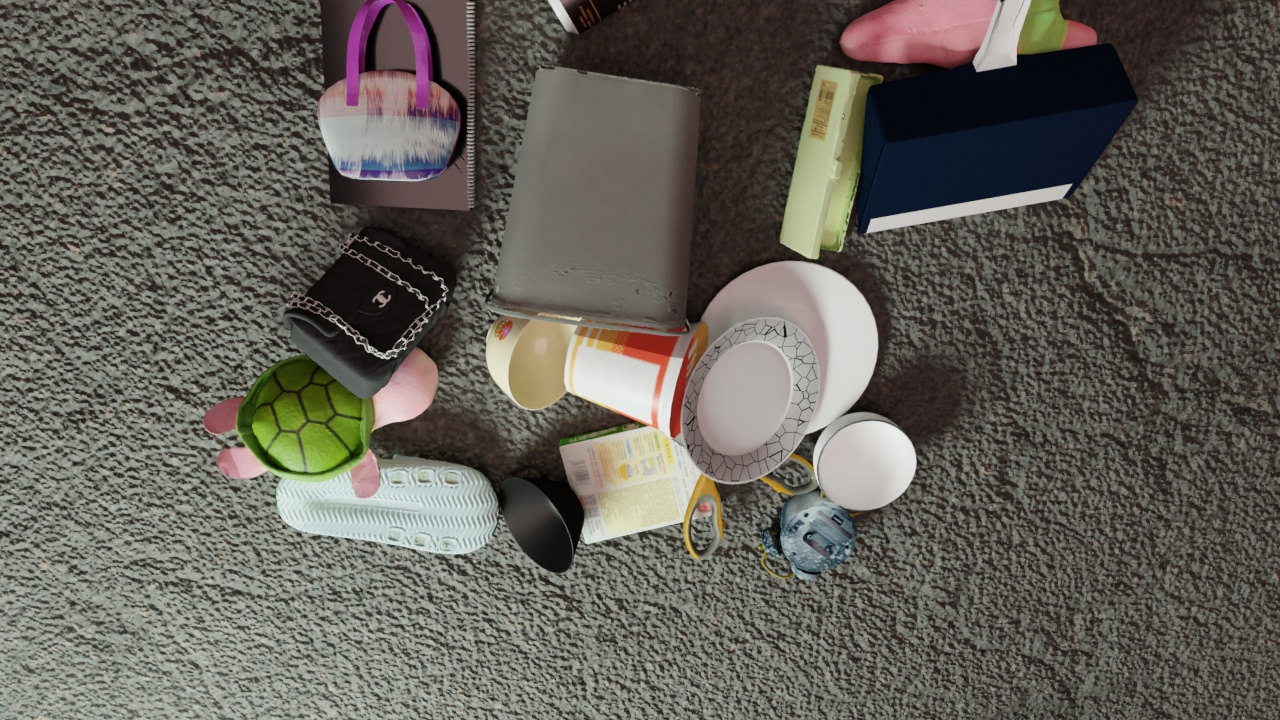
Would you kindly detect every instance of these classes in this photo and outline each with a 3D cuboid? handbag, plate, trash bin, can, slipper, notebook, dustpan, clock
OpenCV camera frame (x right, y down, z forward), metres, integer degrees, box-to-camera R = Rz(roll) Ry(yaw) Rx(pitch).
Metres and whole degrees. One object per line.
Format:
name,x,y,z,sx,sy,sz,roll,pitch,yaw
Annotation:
handbag,-0.270,-0.060,0.915,0.125,0.115,0.153,36,66,-5
plate,0.162,-0.011,1.029,0.208,0.015,0.209,-1,110,-3
trash bin,-0.037,-0.156,0.888,0.197,0.197,0.220,7,102,-5
handbag,-0.242,-0.262,0.891,0.144,0.068,0.170,2,102,0
can,-0.030,-0.371,0.868,0.129,0.071,0.072,-30,108,7
plate,0.117,0.043,0.996,0.188,0.016,0.189,-11,112,-30
slipper,-0.280,0.153,1.035,0.245,0.074,0.104,8,101,-15
notebook,-0.242,-0.259,0.927,0.149,0.016,0.207,3,109,-2
dustpan,0.335,-0.241,0.883,0.236,0.273,0.080,-10,69,1
clock,0.198,0.211,1.089,0.090,0.052,0.129,38,103,-14

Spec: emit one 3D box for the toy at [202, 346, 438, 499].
toy,-0.328,0.054,0.966,0.237,0.088,0.190,-16,73,-20

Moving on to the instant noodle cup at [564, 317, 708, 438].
instant noodle cup,-0.006,0.006,0.968,0.121,0.123,0.123,15,109,14

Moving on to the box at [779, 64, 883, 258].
box,0.203,-0.202,0.945,0.083,0.091,0.188,-1,114,-27

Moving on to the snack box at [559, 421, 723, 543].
snack box,0.002,0.135,1.067,0.168,0.027,0.132,-13,110,1

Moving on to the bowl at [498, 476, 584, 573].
bowl,-0.102,0.176,1.051,0.052,0.124,0.124,-31,114,-38

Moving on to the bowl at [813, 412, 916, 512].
bowl,0.251,0.109,1.050,0.113,0.063,0.113,-1,109,-2

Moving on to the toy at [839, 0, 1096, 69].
toy,0.314,-0.329,0.891,0.237,0.096,0.192,-7,114,11

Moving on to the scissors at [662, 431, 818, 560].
scissors,0.092,0.132,1.050,0.225,0.016,0.225,25,100,-15

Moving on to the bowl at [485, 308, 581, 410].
bowl,-0.123,-0.015,0.980,0.074,0.117,0.118,25,112,34
